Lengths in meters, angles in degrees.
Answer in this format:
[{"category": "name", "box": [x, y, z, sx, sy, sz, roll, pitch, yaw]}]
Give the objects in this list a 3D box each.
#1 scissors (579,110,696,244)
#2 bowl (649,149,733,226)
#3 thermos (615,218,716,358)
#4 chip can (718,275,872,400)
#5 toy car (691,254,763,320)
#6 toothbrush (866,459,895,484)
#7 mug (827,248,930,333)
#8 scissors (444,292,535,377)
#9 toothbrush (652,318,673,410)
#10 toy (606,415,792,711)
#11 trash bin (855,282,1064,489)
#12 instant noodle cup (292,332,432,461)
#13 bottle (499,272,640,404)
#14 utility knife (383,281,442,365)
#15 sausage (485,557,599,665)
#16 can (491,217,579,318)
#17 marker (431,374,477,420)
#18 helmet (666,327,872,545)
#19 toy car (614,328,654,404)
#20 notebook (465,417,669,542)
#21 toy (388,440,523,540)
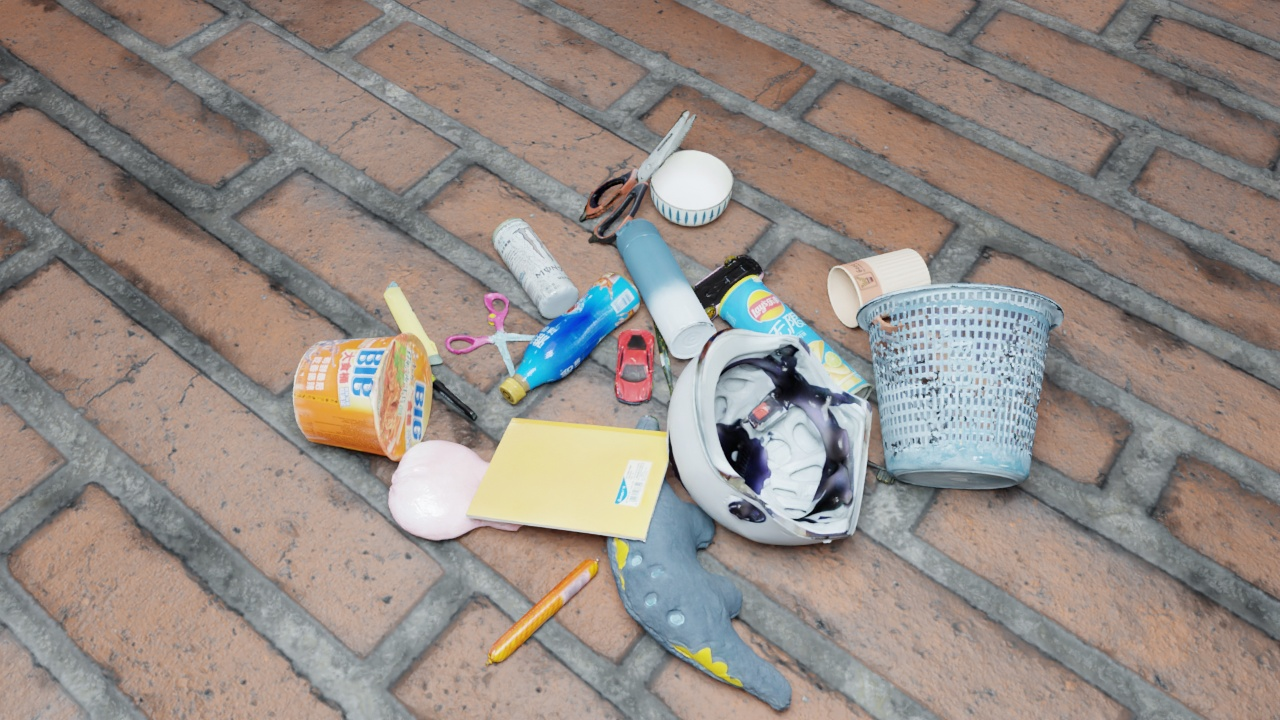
[{"category": "scissors", "box": [-0.006, -0.261, 1.275, 0.194, 0.015, 0.206, 2, 75, 37]}, {"category": "bowl", "box": [0.070, -0.234, 1.298, 0.116, 0.066, 0.116, 0, 58, -1]}, {"category": "thermos", "box": [0.029, -0.100, 1.197, 0.070, 0.070, 0.220, -17, 51, -11]}, {"category": "chip can", "box": [0.191, -0.015, 1.151, 0.071, 0.071, 0.210, -33, 63, -20]}, {"category": "toy car", "box": [0.109, -0.095, 1.226, 0.122, 0.037, 0.056, -35, 57, -8]}, {"category": "toothbrush", "box": [0.207, 0.097, 1.106, 0.213, 0.026, 0.027, 24, 82, 14]}, {"category": "mug", "box": [0.318, -0.085, 1.191, 0.105, 0.082, 0.114, -16, 52, -13]}, {"category": "scissors", "box": [-0.191, -0.031, 1.193, 0.135, 0.017, 0.133, -15, 62, -14]}, {"category": "toothbrush", "box": [0.029, -0.006, 1.176, 0.012, 0.017, 0.185, -28, 53, 25]}, {"category": "toy", "box": [0.035, 0.217, 0.986, 0.137, 0.092, 0.356, -12, 59, -21]}, {"category": "trash bin", "box": [0.357, 0.040, 1.040, 0.226, 0.227, 0.195, 5, 75, 3]}, {"category": "instant noodle cup", "box": [-0.325, 0.039, 1.072, 0.111, 0.151, 0.151, 3, 56, 11]}, {"category": "bottle", "box": [-0.091, -0.025, 1.160, 0.065, 0.065, 0.218, 36, 64, 21]}, {"category": "utility knife", "box": [-0.302, -0.050, 1.202, 0.031, 0.018, 0.162, -23, 61, -20]}, {"category": "sausage", "box": [-0.104, 0.269, 0.990, 0.164, 0.021, 0.021, -39, 65, -23]}, {"category": "can", "box": [-0.142, -0.124, 1.228, 0.058, 0.058, 0.146, -27, 61, -18]}, {"category": "marker", "box": [-0.249, 0.037, 1.145, 0.124, 0.018, 0.015, 37, 65, 20]}, {"category": "helmet", "box": [0.124, 0.093, 1.013, 0.258, 0.146, 0.228, 29, 53, -21]}, {"category": "toy car", "box": [-0.007, 0.007, 1.160, 0.049, 0.031, 0.106, 3, 58, 2]}, {"category": "notebook", "box": [-0.075, 0.126, 1.015, 0.206, 0.010, 0.145, 3, 46, 18]}, {"category": "toy", "box": [-0.205, 0.150, 1.049, 0.159, 0.054, 0.121, 9, 57, -8]}]
